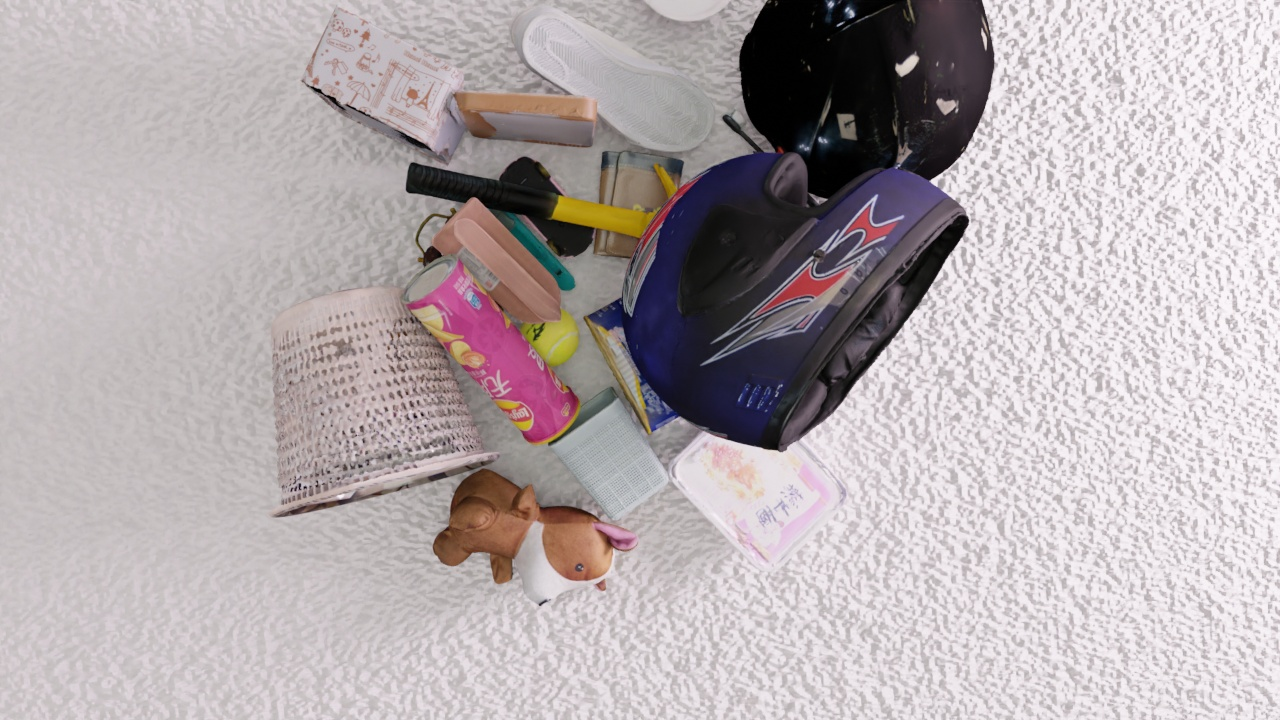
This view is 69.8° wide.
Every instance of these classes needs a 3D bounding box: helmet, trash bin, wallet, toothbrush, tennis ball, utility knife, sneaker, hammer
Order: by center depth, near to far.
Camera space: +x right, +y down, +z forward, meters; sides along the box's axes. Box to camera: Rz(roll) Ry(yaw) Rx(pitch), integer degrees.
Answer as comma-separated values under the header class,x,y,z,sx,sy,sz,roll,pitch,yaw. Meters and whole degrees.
class,x,y,z,sx,sy,sz,roll,pitch,yaw
helmet,0.123,-0.081,0.883,0.240,0.247,0.315,40,89,19
trash bin,-0.273,0.037,0.921,0.227,0.227,0.192,-15,83,-4
helmet,0.238,-0.280,0.929,0.233,0.230,0.275,-23,116,-1
hammer,-0.091,-0.162,0.960,0.300,0.033,0.129,10,99,-10
sneaker,-0.032,-0.294,0.964,0.242,0.090,0.089,21,106,-32
tennis ball,-0.099,-0.026,0.990,0.065,0.065,0.065,0,95,-5
utility knife,-0.126,-0.133,1.000,0.151,0.012,0.029,46,129,-7
wallet,-0.003,-0.168,1.005,0.090,0.033,0.115,6,98,-7
toothbrush,0.160,-0.211,1.023,0.181,0.016,0.018,45,81,-6

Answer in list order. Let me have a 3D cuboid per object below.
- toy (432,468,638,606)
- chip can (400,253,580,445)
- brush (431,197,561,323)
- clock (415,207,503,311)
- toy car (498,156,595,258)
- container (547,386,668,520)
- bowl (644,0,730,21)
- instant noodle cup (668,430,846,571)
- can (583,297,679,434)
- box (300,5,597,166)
class,x,y,z,sx,sy,sz,roll,pitch,yaw
toy,-0.113,0.196,0.984,0.199,0.140,0.130,19,53,-14
chip can,-0.147,-0.007,0.923,0.071,0.071,0.210,-38,121,-1
brush,-0.136,-0.091,0.921,0.063,0.073,0.145,-47,112,-4
clock,-0.182,-0.110,0.980,0.122,0.055,0.082,35,92,-10
toy car,-0.101,-0.165,0.993,0.056,0.037,0.122,-41,103,3
container,-0.033,0.103,0.997,0.090,0.090,0.111,-35,99,-1
bowl,0.045,-0.411,0.970,0.118,0.065,0.118,-1,96,-6
instant noodle cup,0.128,0.132,1.028,0.138,0.060,0.173,-44,98,0
can,-0.006,0.006,0.998,0.049,0.074,0.148,-29,97,-5
box,-0.175,-0.248,0.907,0.260,0.178,0.105,24,92,-7
